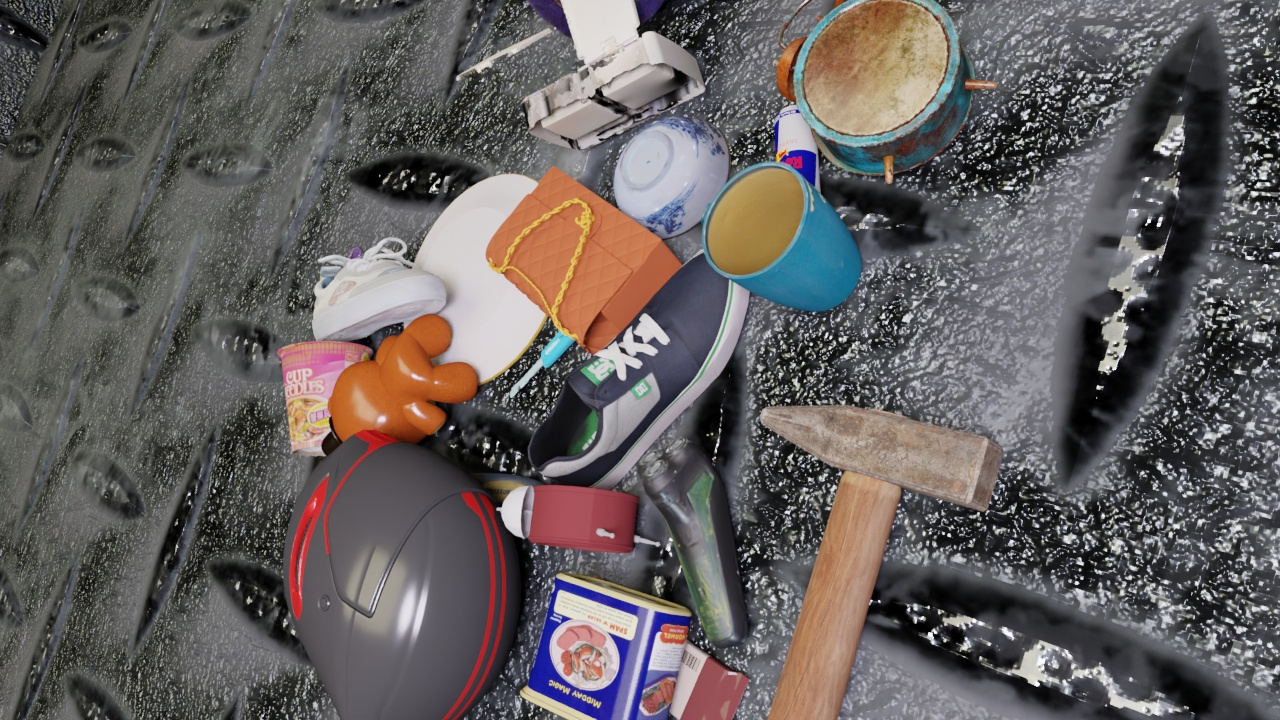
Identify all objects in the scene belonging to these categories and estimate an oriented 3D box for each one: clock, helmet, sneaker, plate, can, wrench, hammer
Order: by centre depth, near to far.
[{"bbox_3d":[0.114,0.177,0.598,0.158,0.037,0.300,13,83,41],"label":"hammer"},{"bbox_3d":[0.164,-0.209,0.664,0.121,0.073,0.157,-43,65,15],"label":"clock"},{"bbox_3d":[-0.024,0.212,0.665,0.116,0.056,0.092,7,78,40],"label":"can"},{"bbox_3d":[0.121,-0.150,0.709,0.032,0.032,0.095,-13,67,35],"label":"can"},{"bbox_3d":[-0.053,0.124,0.718,0.125,0.087,0.044,-4,73,34],"label":"clock"},{"bbox_3d":[-0.004,0.004,0.725,0.235,0.079,0.084,-53,49,11],"label":"sneaker"},{"bbox_3d":[-0.182,0.188,0.746,0.170,0.164,0.264,-2,78,31],"label":"helmet"},{"bbox_3d":[-0.188,0.120,0.869,0.274,0.022,0.073,-3,66,38],"label":"wrench"},{"bbox_3d":[-0.169,-0.085,0.924,0.230,0.021,0.229,-14,66,35],"label":"plate"},{"bbox_3d":[-0.278,-0.077,0.935,0.243,0.089,0.090,-10,89,52],"label":"sneaker"}]

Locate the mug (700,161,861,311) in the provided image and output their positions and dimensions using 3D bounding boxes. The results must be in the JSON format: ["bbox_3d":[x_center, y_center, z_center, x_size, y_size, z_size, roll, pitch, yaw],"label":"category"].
[{"bbox_3d":[0.097,-0.085,0.659,0.112,0.104,0.084,27,92,43],"label":"mug"}]

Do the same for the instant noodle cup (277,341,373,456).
[{"bbox_3d":[-0.332,0.043,0.969,0.098,0.097,0.108,-14,74,35],"label":"instant noodle cup"}]

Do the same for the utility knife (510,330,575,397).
[{"bbox_3d":[-0.068,-0.017,0.825,0.152,0.015,0.022,-47,50,16],"label":"utility knife"}]

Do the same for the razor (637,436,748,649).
[{"bbox_3d":[0.038,0.131,0.659,0.054,0.067,0.151,-28,67,32],"label":"razor"}]

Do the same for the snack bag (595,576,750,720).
[{"bbox_3d":[0.010,0.221,0.682,0.158,0.013,0.057,22,88,41],"label":"snack bag"}]

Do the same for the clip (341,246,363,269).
[{"bbox_3d":[-0.339,-0.107,1.075,0.052,0.013,0.035,-54,49,13],"label":"clip"}]

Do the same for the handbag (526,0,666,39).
[{"bbox_3d":[-0.001,-0.401,0.832,0.205,0.125,0.221,-10,66,36],"label":"handbag"}]

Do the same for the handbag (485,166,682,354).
[{"bbox_3d":[-0.061,-0.091,0.797,0.109,0.060,0.172,-48,48,-1],"label":"handbag"}]

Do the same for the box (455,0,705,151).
[{"bbox_3d":[-0.055,-0.268,0.769,0.144,0.192,0.106,-20,81,26],"label":"box"}]

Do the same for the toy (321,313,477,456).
[{"bbox_3d":[-0.244,0.037,0.891,0.176,0.096,0.112,-34,71,5],"label":"toy"}]

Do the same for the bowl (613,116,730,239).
[{"bbox_3d":[0.017,-0.165,0.789,0.114,0.045,0.114,-14,66,35],"label":"bowl"}]
